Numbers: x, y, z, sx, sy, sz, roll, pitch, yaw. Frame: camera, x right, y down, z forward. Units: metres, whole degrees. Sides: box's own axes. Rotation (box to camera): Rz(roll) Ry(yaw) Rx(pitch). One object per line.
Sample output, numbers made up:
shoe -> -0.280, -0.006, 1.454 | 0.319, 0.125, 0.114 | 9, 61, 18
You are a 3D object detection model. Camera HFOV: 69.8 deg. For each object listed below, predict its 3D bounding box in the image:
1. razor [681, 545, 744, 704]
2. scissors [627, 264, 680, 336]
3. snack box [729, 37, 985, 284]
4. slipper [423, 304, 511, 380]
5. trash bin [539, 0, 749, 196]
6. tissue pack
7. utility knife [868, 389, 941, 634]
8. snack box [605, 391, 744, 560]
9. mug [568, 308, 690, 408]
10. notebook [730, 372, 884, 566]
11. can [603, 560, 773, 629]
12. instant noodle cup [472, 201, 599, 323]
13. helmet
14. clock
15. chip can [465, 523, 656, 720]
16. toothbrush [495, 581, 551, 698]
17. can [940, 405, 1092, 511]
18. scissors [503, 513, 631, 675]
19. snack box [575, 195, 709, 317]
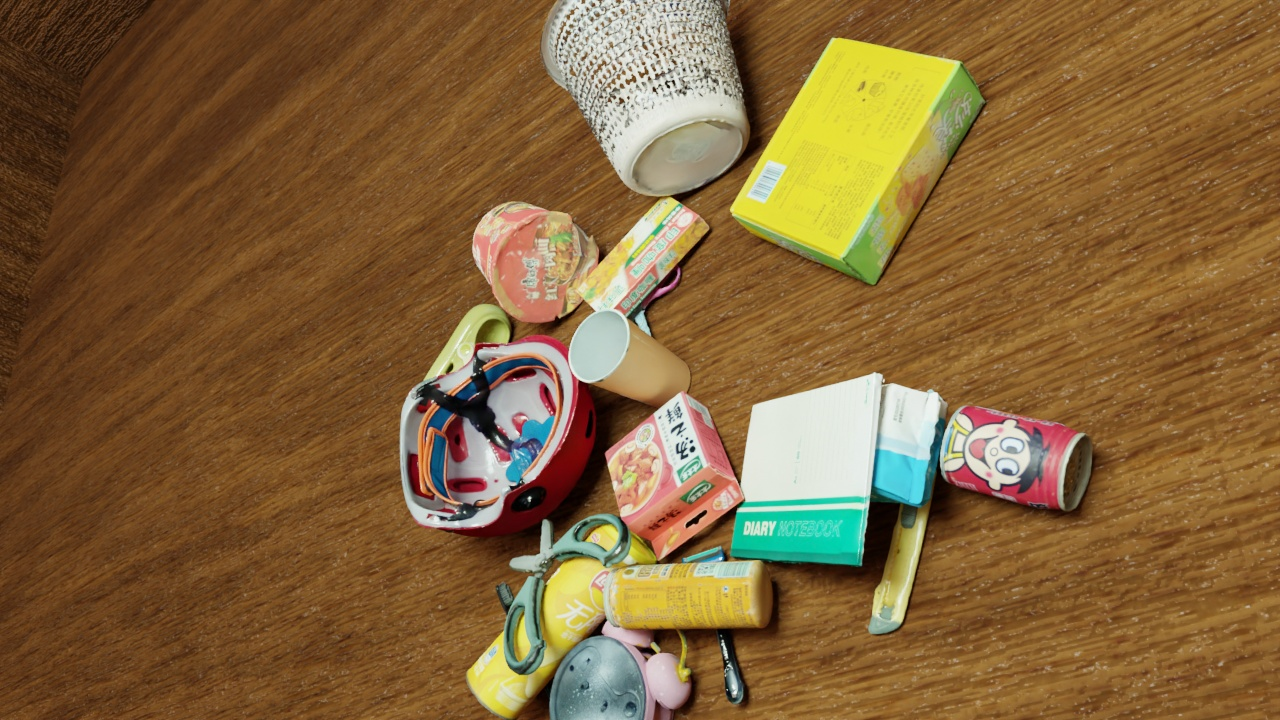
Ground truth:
razor -> 0.074, 0.243, 0.842 | 0.043, 0.022, 0.142 | -25, 55, 17
scissors -> 0.000, -0.064, 1.046 | 0.135, 0.017, 0.133 | -38, 47, 15
snack box -> 0.208, -0.197, 0.897 | 0.158, 0.070, 0.210 | 33, 93, 44
slipper -> -0.206, 0.021, 1.135 | 0.082, 0.091, 0.190 | 16, 78, 41
trash bin -> 0.022, -0.302, 1.021 | 0.228, 0.227, 0.192 | -30, 66, 26
tissue pack -> 0.194, 0.074, 0.765 | 0.140, 0.063, 0.090 | 162, 125, -68
utility knife -> 0.229, 0.127, 0.775 | 0.031, 0.022, 0.212 | 8, 72, 36
snack box -> 0.029, 0.113, 0.911 | 0.113, 0.044, 0.127 | -40, 40, 19
mug -> -0.006, 0.006, 0.948 | 0.078, 0.122, 0.078 | -18, 59, 33
notebook -> 0.138, 0.099, 0.789 | 0.209, 0.012, 0.150 | 154, 128, -67
can -> 0.043, 0.212, 0.825 | 0.146, 0.058, 0.058 | -8, 65, 25
instant noodle cup -> -0.137, -0.126, 1.118 | 0.138, 0.138, 0.108 | -57, 39, 4
helmet -> -0.138, 0.091, 1.011 | 0.240, 0.144, 0.206 | -30, 53, 13
clock -> -0.014, 0.307, 0.863 | 0.117, 0.059, 0.158 | 38, 98, 44
chip can -> -0.078, 0.254, 0.913 | 0.213, 0.072, 0.072 | -49, 47, 2
toothbrush -> -0.116, 0.310, 0.978 | 0.016, 0.014, 0.189 | -33, 49, -6
can -> 0.289, 0.075, 0.707 | 0.094, 0.066, 0.066 | 13, 79, 42
scissors -> -0.082, 0.218, 0.868 | 0.171, 0.019, 0.178 | -15, 46, 42
snack box -> 0.001, -0.114, 1.043 | 0.156, 0.027, 0.077 | -47, 41, 1
